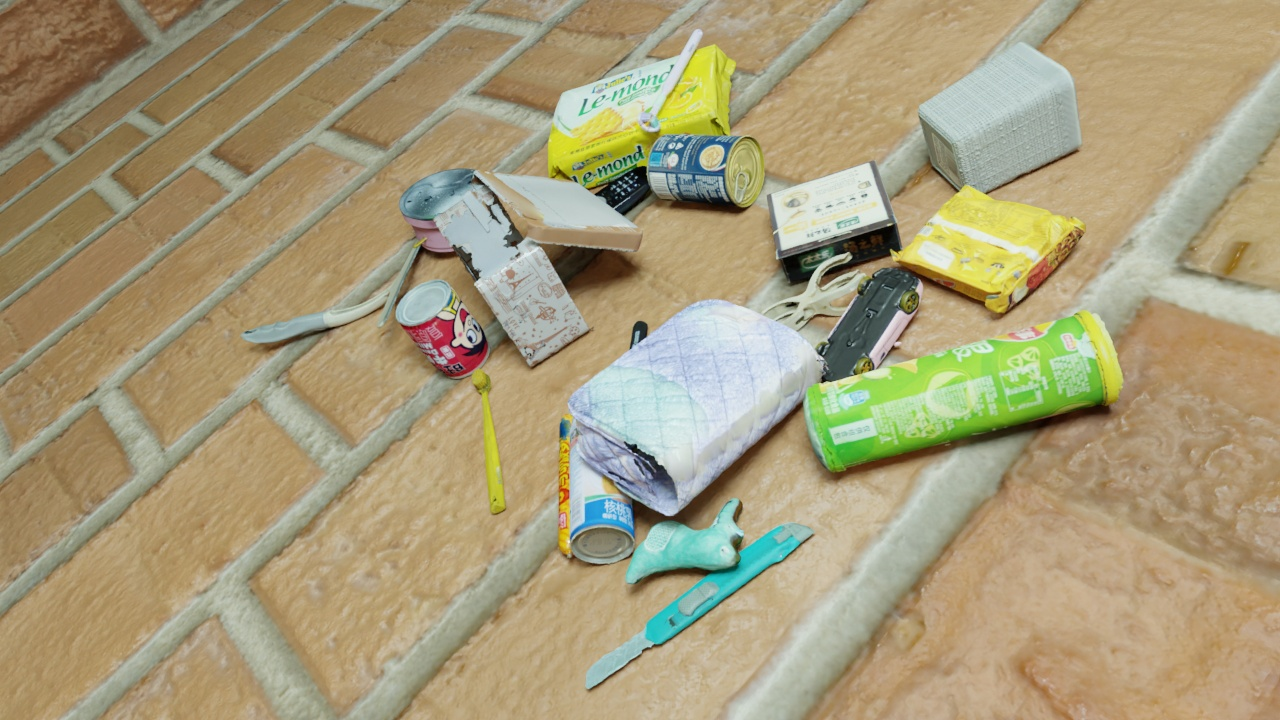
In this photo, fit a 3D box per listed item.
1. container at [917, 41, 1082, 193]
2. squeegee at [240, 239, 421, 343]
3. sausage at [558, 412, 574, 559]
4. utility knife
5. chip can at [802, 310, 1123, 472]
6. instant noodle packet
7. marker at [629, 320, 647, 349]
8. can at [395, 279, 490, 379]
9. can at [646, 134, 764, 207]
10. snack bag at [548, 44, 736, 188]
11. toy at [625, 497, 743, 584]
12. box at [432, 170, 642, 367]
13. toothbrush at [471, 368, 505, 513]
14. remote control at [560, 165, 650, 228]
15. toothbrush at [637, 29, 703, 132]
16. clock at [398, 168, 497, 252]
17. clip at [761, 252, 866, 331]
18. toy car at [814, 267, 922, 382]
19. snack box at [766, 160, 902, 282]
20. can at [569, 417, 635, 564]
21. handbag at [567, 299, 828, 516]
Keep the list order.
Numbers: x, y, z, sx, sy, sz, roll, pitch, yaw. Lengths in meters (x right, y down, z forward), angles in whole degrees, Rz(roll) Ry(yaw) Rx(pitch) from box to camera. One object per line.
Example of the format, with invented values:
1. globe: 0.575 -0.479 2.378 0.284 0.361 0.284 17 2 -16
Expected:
1. container: 0.336 -0.223 0.868 0.114 0.090 0.090 -28 41 6
2. squeegee: -0.388 -0.059 1.150 0.247 0.039 0.246 -19 30 11
3. sausage: -0.063 0.107 0.820 0.021 0.021 0.164 -18 43 13
4. utility knife: 0.043 0.183 0.694 0.207 0.013 0.029 -35 37 -6
5. chip can: 0.235 0.026 0.694 0.221 0.072 0.072 -16 44 14
6. instant noodle packet: 0.298 -0.100 0.802 0.110 0.044 0.128 -42 41 -10
7. marker: -0.005 0.005 0.892 0.018 0.015 0.123 -9 44 16
8. can: -0.209 -0.032 0.983 0.067 0.094 0.066 -15 44 15
9. can: 0.070 -0.211 1.013 0.111 0.075 0.075 12 57 37
10. snack bag: 0.000 -0.296 1.140 0.247 0.068 0.157 -12 46 18
11. toy: 0.043 0.142 0.720 0.092 0.030 0.096 -5 31 33
12. box: -0.103 -0.130 0.978 0.178 0.153 0.182 -33 42 -6
13. toothbrush: -0.151 0.074 0.906 0.016 0.016 0.190 -25 42 7
14. remote control: -0.040 -0.182 1.086 0.136 0.024 0.053 -35 44 -4
15. toothbrush: 0.040 -0.339 1.095 0.021 0.029 0.188 -38 23 54
16. clock: -0.242 -0.202 1.179 0.117 0.060 0.158 -9 42 4
17. clip: 0.162 -0.065 0.855 0.105 0.035 0.083 -19 46 24
18. toy car: 0.198 -0.027 0.795 0.056 0.037 0.122 28 79 47
19. snack box: 0.185 -0.132 0.886 0.113 0.053 0.125 -16 41 15
20. can: -0.034 0.103 0.785 0.053 0.053 0.134 -18 43 13
21. handbag: 0.045 0.033 0.764 0.134 0.076 0.193 26 51 38
